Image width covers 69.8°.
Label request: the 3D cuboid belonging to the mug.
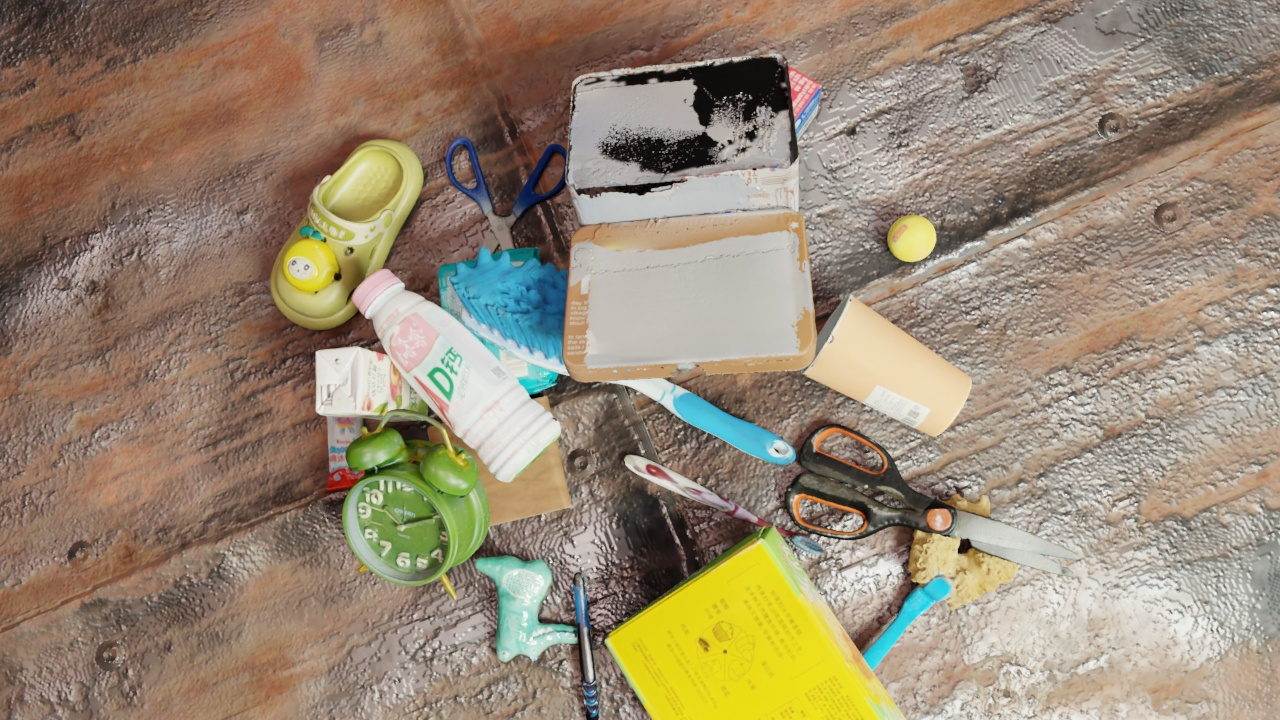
[{"bbox_3d":[0.206,0.008,0.764,0.123,0.078,0.078,31,85,4],"label":"mug"}]

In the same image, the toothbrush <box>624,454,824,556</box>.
[{"bbox_3d":[0.070,0.124,0.785,0.187,0.017,0.016,25,84,7],"label":"toothbrush"}]

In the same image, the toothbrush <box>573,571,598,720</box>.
[{"bbox_3d":[-0.042,0.272,0.767,0.014,0.016,0.189,-5,87,-7],"label":"toothbrush"}]

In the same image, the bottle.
[{"bbox_3d":[-0.152,0.008,0.743,0.068,0.068,0.197,-43,87,-3],"label":"bottle"}]

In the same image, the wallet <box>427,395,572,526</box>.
[{"bbox_3d":[-0.125,0.093,0.805,0.115,0.020,0.101,-15,80,5],"label":"wallet"}]

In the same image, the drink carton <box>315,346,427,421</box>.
[{"bbox_3d":[-0.223,0.023,0.768,0.045,0.122,0.053,-3,83,12],"label":"drink carton"}]

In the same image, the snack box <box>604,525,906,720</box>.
[{"bbox_3d":[0.096,0.260,0.723,0.158,0.070,0.210,-36,80,11],"label":"snack box"}]

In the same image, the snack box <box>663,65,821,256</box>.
[{"bbox_3d":[0.078,-0.162,0.806,0.058,0.057,0.207,35,86,11],"label":"snack box"}]

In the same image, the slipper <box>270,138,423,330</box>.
[{"bbox_3d":[-0.268,-0.122,0.815,0.091,0.081,0.190,28,82,10],"label":"slipper"}]

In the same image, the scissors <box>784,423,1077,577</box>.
[{"bbox_3d":[0.229,0.108,0.733,0.235,0.021,0.148,-7,71,24],"label":"scissors"}]

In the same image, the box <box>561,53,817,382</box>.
[{"bbox_3d":[0.034,-0.106,0.688,0.177,0.082,0.259,-4,58,8],"label":"box"}]

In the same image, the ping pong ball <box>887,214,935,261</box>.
[{"bbox_3d":[0.234,-0.106,0.793,0.040,0.040,0.040,-1,82,4],"label":"ping pong ball"}]

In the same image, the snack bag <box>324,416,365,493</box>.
[{"bbox_3d":[-0.261,0.069,0.814,0.045,0.026,0.105,-9,79,6],"label":"snack bag"}]

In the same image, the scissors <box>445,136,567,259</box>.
[{"bbox_3d":[-0.126,-0.136,0.840,0.174,0.012,0.162,-41,85,-2],"label":"scissors"}]

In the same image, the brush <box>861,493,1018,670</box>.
[{"bbox_3d":[0.210,0.216,0.750,0.083,0.046,0.254,41,92,8],"label":"brush"}]

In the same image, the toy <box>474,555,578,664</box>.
[{"bbox_3d":[-0.096,0.213,0.781,0.096,0.030,0.092,4,87,-3],"label":"toy"}]

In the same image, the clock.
[{"bbox_3d":[-0.187,0.113,0.754,0.116,0.056,0.161,11,112,13],"label":"clock"}]

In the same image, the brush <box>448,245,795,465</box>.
[{"bbox_3d":[-0.004,0.004,0.747,0.314,0.110,0.060,21,59,0],"label":"brush"}]

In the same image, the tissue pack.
[{"bbox_3d":[-0.125,-0.031,0.803,0.093,0.050,0.133,-8,86,3],"label":"tissue pack"}]

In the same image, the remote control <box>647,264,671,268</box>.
[{"bbox_3d":[0.054,-0.047,0.768,0.135,0.019,0.056,19,86,-35],"label":"remote control"}]
